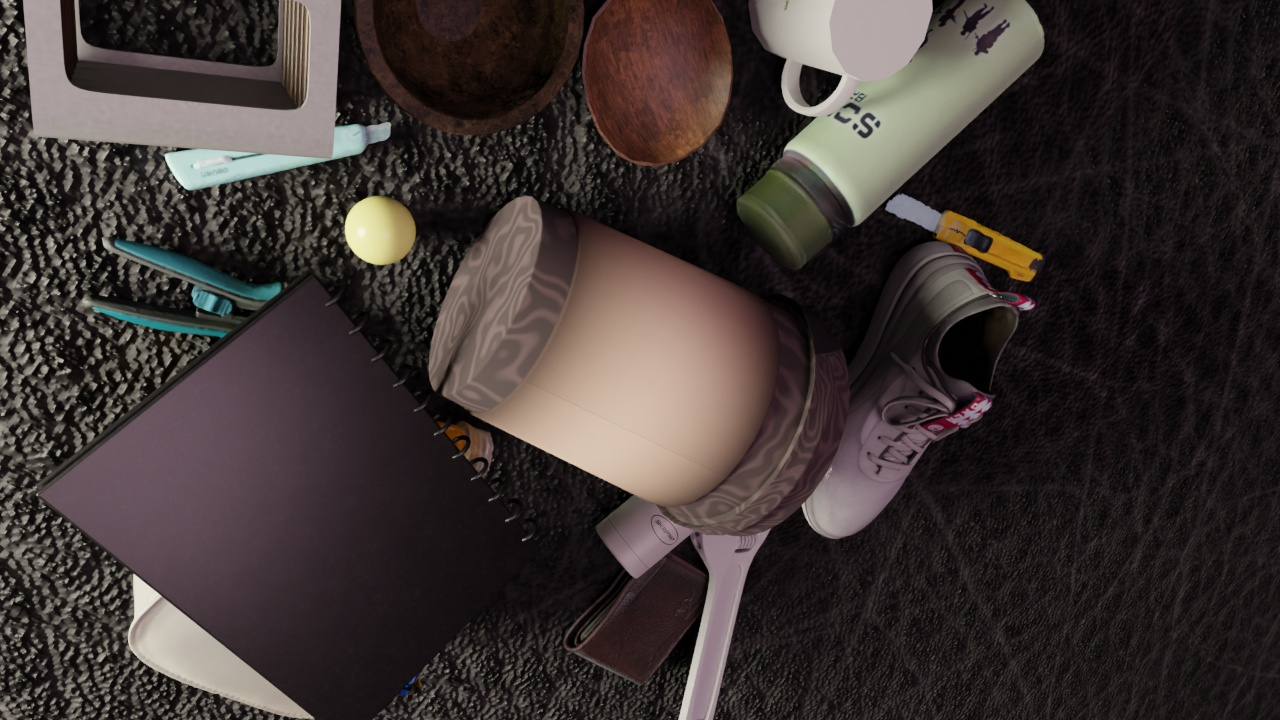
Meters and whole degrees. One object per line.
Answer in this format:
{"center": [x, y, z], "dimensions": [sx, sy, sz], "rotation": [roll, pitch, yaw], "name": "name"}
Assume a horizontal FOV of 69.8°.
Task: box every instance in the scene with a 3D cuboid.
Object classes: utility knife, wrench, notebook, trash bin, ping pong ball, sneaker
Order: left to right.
{"center": [-0.195, -0.216, 0.392], "dimensions": [0.114, 0.114, 0.229], "rotation": [-2, 116, -28], "name": "trash bin"}
{"center": [-0.197, -0.116, 0.509], "dimensions": [0.119, 0.015, 0.022], "rotation": [-17, 91, -21], "name": "utility knife"}
{"center": [-0.169, 0.087, 0.509], "dimensions": [0.169, 0.019, 0.231], "rotation": [-44, 125, -18], "name": "notebook"}
{"center": [-0.152, -0.076, 0.537], "dimensions": [0.040, 0.040, 0.040], "rotation": [-13, 121, -22], "name": "ping pong ball"}
{"center": [0.061, 0.226, 0.798], "dimensions": [0.086, 0.018, 0.273], "rotation": [3, 104, -39], "name": "wrench"}
{"center": [0.217, 0.041, 0.729], "dimensions": [0.096, 0.128, 0.263], "rotation": [20, 103, -19], "name": "sneaker"}
{"center": [0.276, -0.102, 0.770], "dimensions": [0.206, 0.018, 0.030], "rotation": [15, 99, -30], "name": "utility knife"}

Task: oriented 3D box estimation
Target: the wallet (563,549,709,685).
{"center": [0.005, 0.219, 0.788], "dimensions": [0.120, 0.031, 0.099], "rotation": [-49, 129, 0], "name": "wallet"}

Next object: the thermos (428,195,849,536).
{"center": [-0.003, 0.003, 0.588], "dimensions": [0.226, 0.172, 0.173], "rotation": [25, 102, -29], "name": "thermos"}

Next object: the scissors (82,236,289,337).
{"center": [-0.237, -0.034, 0.528], "dimensions": [0.132, 0.019, 0.148], "rotation": [-25, 124, -13], "name": "scissors"}

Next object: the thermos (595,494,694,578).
{"center": [0.066, 0.082, 0.731], "dimensions": [0.224, 0.052, 0.052], "rotation": [-39, 127, -4], "name": "thermos"}

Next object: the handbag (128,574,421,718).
{"center": [-0.189, 0.135, 0.569], "dimensions": [0.200, 0.093, 0.200], "rotation": [-36, 135, 9], "name": "handbag"}

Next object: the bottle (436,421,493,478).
{"center": [-0.182, 0.042, 0.576], "dimensions": [0.186, 0.053, 0.053], "rotation": [18, 106, -35], "name": "bottle"}

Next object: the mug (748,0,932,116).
{"center": [0.120, -0.208, 0.580], "dimensions": [0.073, 0.089, 0.105], "rotation": [-1, 116, -28], "name": "mug"}

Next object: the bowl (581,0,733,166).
{"center": [0.007, -0.181, 0.574], "dimensions": [0.102, 0.026, 0.114], "rotation": [-26, 124, -15], "name": "bowl"}

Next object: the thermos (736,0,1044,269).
{"center": [0.169, -0.160, 0.645], "dimensions": [0.231, 0.082, 0.082], "rotation": [-43, 127, -2], "name": "thermos"}

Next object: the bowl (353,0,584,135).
{"center": [-0.097, -0.189, 0.496], "dimensions": [0.121, 0.056, 0.121], "rotation": [-12, 121, -22], "name": "bowl"}
